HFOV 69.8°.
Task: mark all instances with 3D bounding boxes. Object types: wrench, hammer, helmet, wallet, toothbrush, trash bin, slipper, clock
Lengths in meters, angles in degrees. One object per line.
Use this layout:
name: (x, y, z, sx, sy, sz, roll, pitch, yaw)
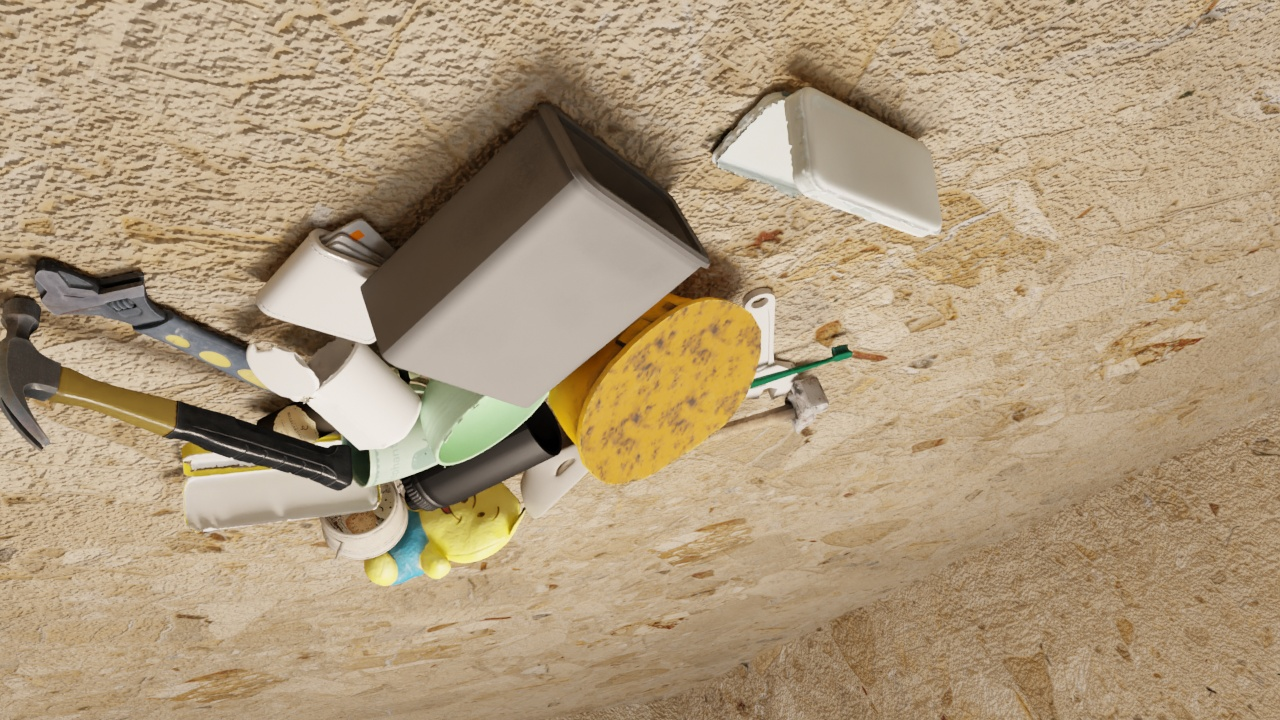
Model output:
wrench: (0.158, -0.015, 1.138, 0.086, 0.018, 0.274, -17, 151, -2)
hammer: (-0.390, 0.059, 0.809, 0.025, 0.117, 0.332, -28, 146, 23)
helmet: (-0.006, 0.005, 0.950, 0.254, 0.131, 0.206, -14, 129, -46)
hammer: (0.095, 0.097, 1.214, 0.318, 0.049, 0.122, -14, 158, -16)
wrench: (-0.394, -0.020, 0.796, 0.073, 0.022, 0.273, -24, 152, 12)
wallet: (-0.243, -0.070, 0.781, 0.115, 0.037, 0.118, -39, 146, 24)
toothbrush: (0.178, 0.015, 1.168, 0.190, 0.017, 0.016, -17, 150, -1)
trash bin: (-0.086, -0.074, 0.766, 0.220, 0.097, 0.191, -39, 147, 19)
slipper: (-0.092, 0.105, 1.153, 0.267, 0.080, 0.112, -45, -173, 48)
clock: (-0.325, 0.172, 1.126, 0.156, 0.103, 0.061, -35, 153, -25)

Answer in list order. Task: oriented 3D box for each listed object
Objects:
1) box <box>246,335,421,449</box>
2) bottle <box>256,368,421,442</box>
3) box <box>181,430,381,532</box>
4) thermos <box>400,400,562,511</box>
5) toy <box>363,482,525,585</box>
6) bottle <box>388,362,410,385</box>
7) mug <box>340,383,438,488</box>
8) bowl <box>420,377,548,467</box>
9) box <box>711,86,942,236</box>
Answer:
box: (-0.282, 0.018, 0.854, 0.084, 0.092, 0.166, -3, 135, 40)
bottle: (-0.299, 0.040, 0.941, 0.184, 0.045, 0.045, -26, 152, 0)
box: (-0.398, 0.126, 1.028, 0.209, 0.057, 0.117, -4, 114, -27)
thermos: (-0.200, 0.113, 1.086, 0.199, 0.086, 0.086, -27, 151, 16)
toy: (-0.256, 0.218, 1.189, 0.213, 0.149, 0.084, -18, 130, -12)
bottle: (-0.233, -0.010, 0.888, 0.025, 0.025, 0.106, -11, 141, -14)
mug: (-0.260, 0.075, 0.999, 0.103, 0.084, 0.111, -11, 128, -36)
bowl: (-0.168, 0.033, 0.945, 0.150, 0.077, 0.151, -38, 165, -12)
box: (0.163, -0.162, 0.821, 0.214, 0.106, 0.127, 10, 165, -43)
